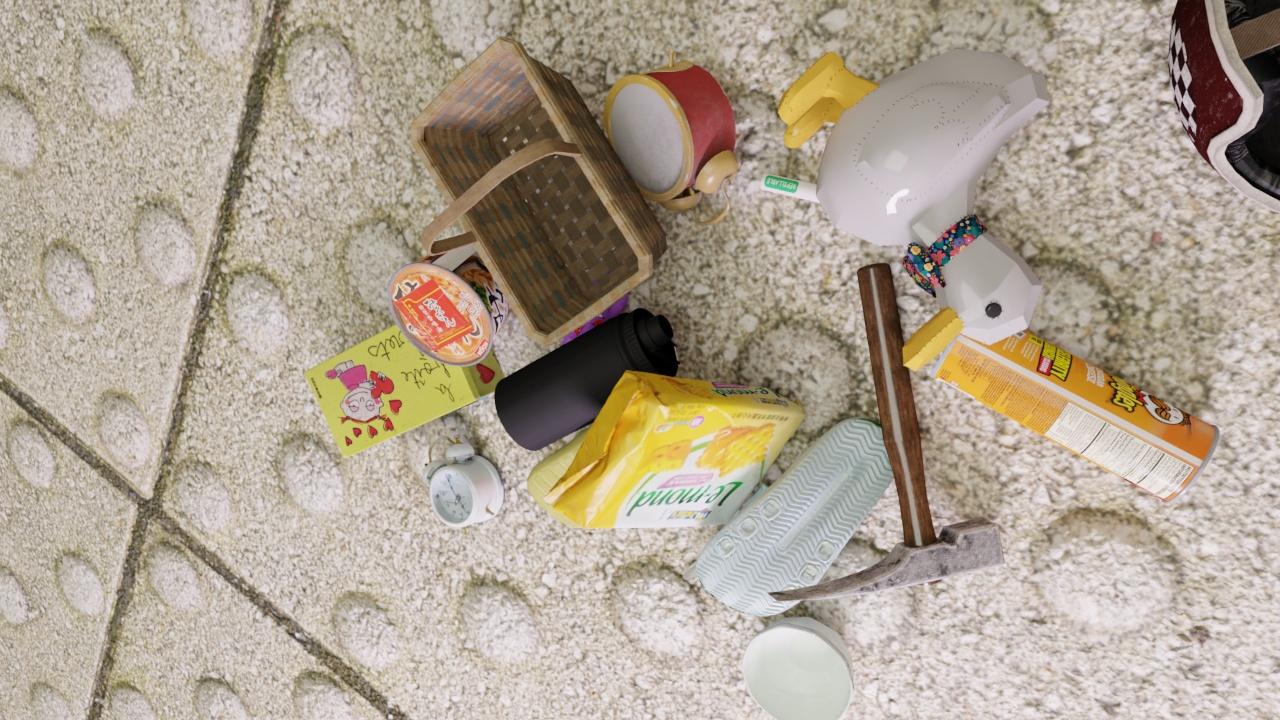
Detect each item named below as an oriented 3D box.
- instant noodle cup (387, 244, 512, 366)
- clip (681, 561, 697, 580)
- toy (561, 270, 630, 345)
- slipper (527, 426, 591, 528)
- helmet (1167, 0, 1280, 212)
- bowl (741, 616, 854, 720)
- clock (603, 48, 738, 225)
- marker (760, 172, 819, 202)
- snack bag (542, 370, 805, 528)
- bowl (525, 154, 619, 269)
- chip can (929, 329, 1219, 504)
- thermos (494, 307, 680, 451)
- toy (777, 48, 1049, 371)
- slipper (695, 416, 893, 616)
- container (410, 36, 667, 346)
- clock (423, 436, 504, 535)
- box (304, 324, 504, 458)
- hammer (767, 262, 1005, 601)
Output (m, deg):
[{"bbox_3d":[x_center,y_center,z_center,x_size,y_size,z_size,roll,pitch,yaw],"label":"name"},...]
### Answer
[{"bbox_3d":[-0.182,-0.078,0.978,0.124,0.121,0.124,14,129,18],"label":"instant noodle cup"},{"bbox_3d":[0.098,0.225,0.999,0.102,0.046,0.056,-43,79,29],"label":"clip"},{"bbox_3d":[-0.061,-0.052,0.977,0.106,0.056,0.088,-14,95,-6],"label":"toy"},{"bbox_3d":[-0.053,0.110,0.997,0.091,0.081,0.191,37,136,-9],"label":"slipper"},{"bbox_3d":[0.465,-0.207,0.568,0.234,0.253,0.233,-21,69,23],"label":"helmet"},{"bbox_3d":[0.171,0.318,0.959,0.118,0.061,0.117,7,106,25],"label":"bowl"},{"bbox_3d":[0.041,-0.204,0.866,0.117,0.081,0.159,-21,97,57],"label":"clock"},{"bbox_3d":[0.183,-0.152,0.855,0.145,0.017,0.017,18,110,21],"label":"marker"},{"bbox_3d":[0.037,0.084,0.876,0.160,0.246,0.068,-56,49,24],"label":"snack bag"},{"bbox_3d":[-0.056,-0.155,0.943,0.118,0.062,0.118,7,106,25],"label":"bowl"},{"bbox_3d":[0.364,0.034,0.783,0.215,0.075,0.075,31,114,16],"label":"chip can"},{"bbox_3d":[-0.047,0.015,0.936,0.199,0.086,0.086,-28,90,25],"label":"thermos"},{"bbox_3d":[0.237,-0.144,0.756,0.267,0.141,0.247,42,95,11],"label":"toy"},{"bbox_3d":[0.161,0.156,0.919,0.104,0.074,0.246,42,101,5],"label":"slipper"},{"bbox_3d":[-0.103,-0.148,0.825,0.158,0.186,0.250,-33,88,29],"label":"container"},{"bbox_3d":[-0.217,0.146,1.105,0.083,0.057,0.117,-39,78,28],"label":"clock"},{"bbox_3d":[-0.278,0.021,1.087,0.221,0.081,0.124,-20,94,30],"label":"box"},{"bbox_3d":[0.203,0.065,0.845,0.217,0.037,0.300,-10,90,-7],"label":"hammer"}]
